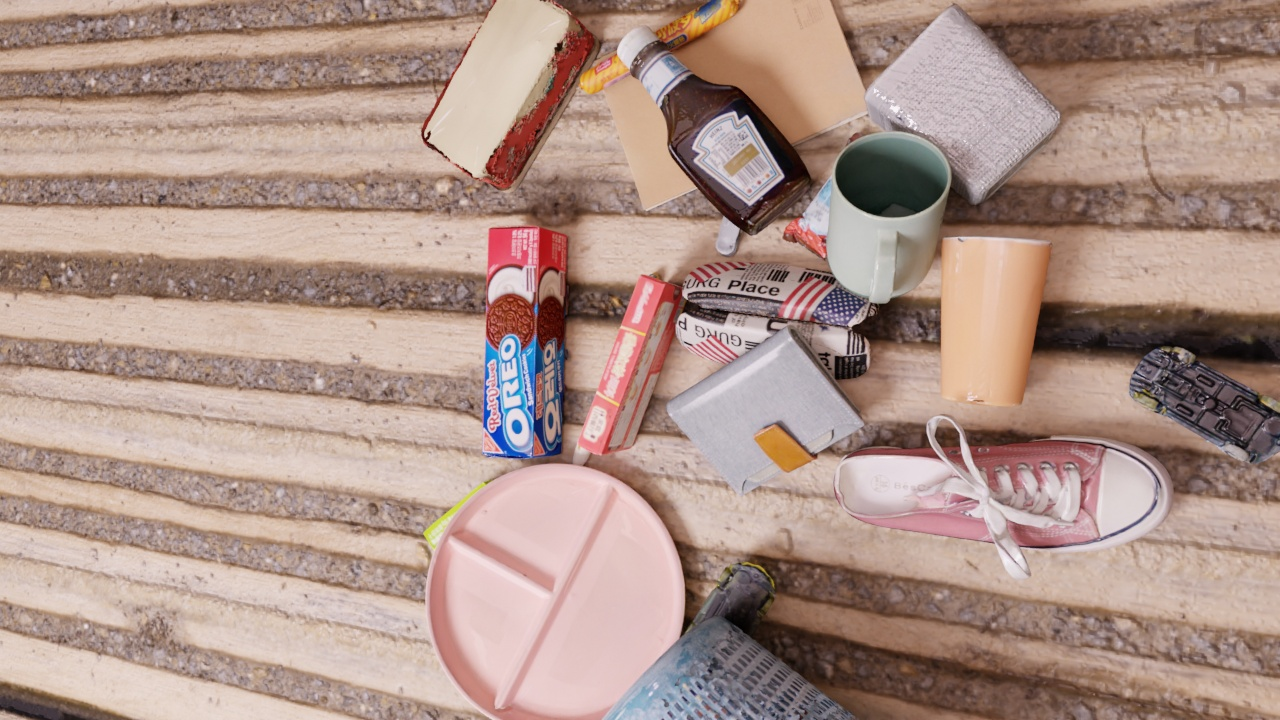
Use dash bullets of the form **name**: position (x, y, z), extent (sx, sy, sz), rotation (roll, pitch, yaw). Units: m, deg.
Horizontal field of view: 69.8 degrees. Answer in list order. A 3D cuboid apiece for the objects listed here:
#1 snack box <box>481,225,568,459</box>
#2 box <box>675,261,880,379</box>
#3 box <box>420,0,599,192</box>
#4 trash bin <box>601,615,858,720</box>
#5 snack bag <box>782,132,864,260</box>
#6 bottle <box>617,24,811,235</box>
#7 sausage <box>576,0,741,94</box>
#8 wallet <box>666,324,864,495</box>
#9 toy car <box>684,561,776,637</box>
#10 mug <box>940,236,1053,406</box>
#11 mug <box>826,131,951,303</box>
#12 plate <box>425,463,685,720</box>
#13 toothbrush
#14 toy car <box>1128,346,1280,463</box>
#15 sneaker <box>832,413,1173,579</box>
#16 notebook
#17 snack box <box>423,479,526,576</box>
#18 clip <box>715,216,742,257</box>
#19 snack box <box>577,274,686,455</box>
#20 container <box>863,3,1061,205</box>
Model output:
- **snack box**: position (-0.104, -0.015, 0.829), extent (0.057, 0.058, 0.207), rotation (2, 90, 23)
- **box**: position (0.114, -0.039, 0.759), extent (0.162, 0.076, 0.086), rotation (10, 62, 22)
- **box**: position (-0.120, -0.246, 0.826), extent (0.091, 0.078, 0.168), rotation (36, 102, 18)
- **trash bin**: position (0.074, 0.307, 0.674), extent (0.195, 0.226, 0.227), rotation (43, 103, 19)
- **snack bag**: position (0.161, -0.133, 0.749), extent (0.045, 0.026, 0.105), rotation (40, 101, 22)
- **bottle**: position (0.054, -0.196, 0.759), extent (0.080, 0.044, 0.195), rotation (-40, 82, 3)
- **sausage**: position (0.015, -0.274, 0.798), extent (0.165, 0.021, 0.021), rotation (-24, 81, 18)
- **wallet**: position (0.100, 0.046, 0.739), extent (0.130, 0.036, 0.106), rotation (-34, 101, 31)
- **toy car**: position (0.076, 0.212, 0.769), extent (0.048, 0.032, 0.105), rotation (32, 111, 11)
- **mug**: position (0.262, -0.030, 0.689), extent (0.078, 0.078, 0.123), rotation (5, 97, 20)
- **mug**: position (0.180, -0.091, 0.678), extent (0.082, 0.106, 0.111), rotation (4, 58, 10)
- **plate**: position (-0.074, 0.206, 0.804), extent (0.229, 0.028, 0.229), rotation (-1, 79, 7)
- **toothbrush**: position (-0.024, 0.010, 0.819), extent (0.016, 0.018, 0.191), rotation (26, 98, 20)
- **toy car**: position (0.405, 0.031, 0.655), extent (0.105, 0.031, 0.049), rotation (34, 101, 19)
- **sneaker**: position (0.260, 0.098, 0.677), extent (0.241, 0.087, 0.118), rotation (0, 89, 21)
- **notebook**: position (0.074, -0.239, 0.791), extent (0.212, 0.012, 0.149), rotation (-21, 81, 19)
- **snack box**: position (-0.127, 0.198, 0.850), extent (0.086, 0.026, 0.156), rotation (-39, 77, 16)
- **clip**: position (0.080, -0.117, 0.784), extent (0.025, 0.035, 0.058), rotation (16, 90, 18)
- **snack box**: position (-0.005, 0.005, 0.782), extent (0.025, 0.075, 0.153), rotation (23, 97, 18)
- **container**: position (0.242, -0.185, 0.689), extent (0.090, 0.090, 0.114), rotation (-44, 78, 14)
